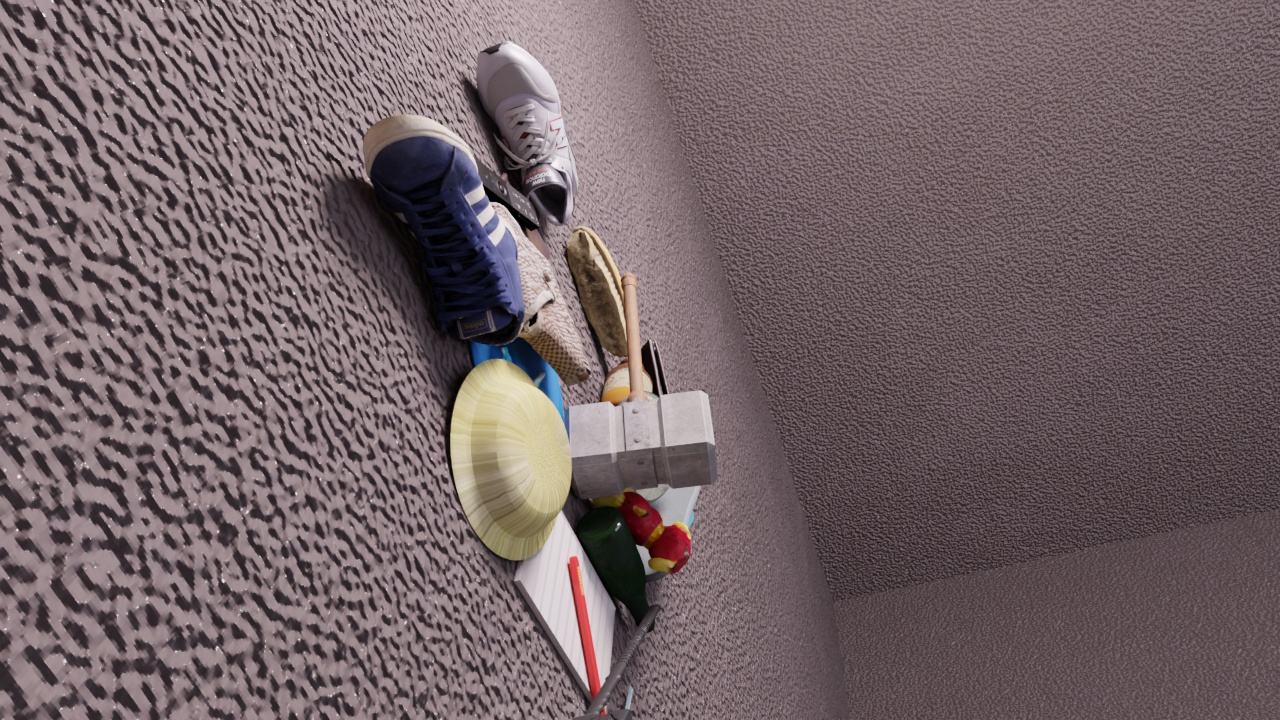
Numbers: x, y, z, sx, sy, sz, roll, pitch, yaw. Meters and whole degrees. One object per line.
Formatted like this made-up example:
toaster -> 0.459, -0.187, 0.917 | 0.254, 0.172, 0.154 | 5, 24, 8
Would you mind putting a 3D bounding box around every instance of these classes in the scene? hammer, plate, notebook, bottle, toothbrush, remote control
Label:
hammer -> -0.023, 0.291, 0.881 | 0.324, 0.095, 0.015 | -14, 88, -78
plate -> -0.119, 0.008, 0.967 | 0.224, 0.024, 0.224 | -15, 90, -77
notebook -> -0.071, 0.238, 0.930 | 0.142, 0.009, 0.210 | -85, 156, -56
bottle -> -0.018, 0.246, 1.043 | 0.055, 0.055, 0.174 | -85, 157, -57
bottle -> -0.018, 0.044, 1.254 | 0.156, 0.068, 0.068 | -82, 153, -61
toothbrush -> -0.043, 0.299, 0.911 | 0.012, 0.018, 0.212 | 32, 44, -70
remote control -> -0.157, -0.188, 1.024 | 0.150, 0.013, 0.034 | 32, 38, -63
hammer -> -0.007, 0.007, 1.107 | 0.083, 0.163, 0.317 | 79, 5, -49
plate -> -0.102, 0.086, 0.837 | 0.184, 0.036, 0.184 | -11, 90, -67

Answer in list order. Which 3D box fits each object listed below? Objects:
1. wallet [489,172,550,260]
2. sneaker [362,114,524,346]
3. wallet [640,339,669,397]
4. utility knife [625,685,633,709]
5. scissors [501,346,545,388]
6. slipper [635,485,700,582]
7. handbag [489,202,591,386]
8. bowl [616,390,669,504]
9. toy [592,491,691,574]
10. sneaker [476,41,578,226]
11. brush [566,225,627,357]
wallet -> -0.145, -0.154, 1.079 | 0.091, 0.018, 0.116 | -82, 149, -60
sneaker -> -0.162, -0.091, 0.780 | 0.233, 0.091, 0.118 | 64, 17, -68
wallet -> 0.007, 0.043, 1.330 | 0.100, 0.031, 0.119 | -48, -135, 50
utility knife -> -0.018, 0.395, 0.948 | 0.165, 0.015, 0.022 | -70, 143, -66
scissors -> -0.117, 0.055, 0.886 | 0.133, 0.011, 0.140 | -60, 136, -54
slipper -> 0.036, 0.210, 1.220 | 0.268, 0.098, 0.055 | -77, 148, -62
handbag -> -0.109, -0.072, 0.955 | 0.124, 0.047, 0.185 | 52, 11, -53
bowl -> 0.006, 0.119, 1.156 | 0.157, 0.039, 0.157 | -19, 114, -51
toy -> 0.001, 0.190, 1.070 | 0.137, 0.067, 0.106 | 38, -19, 12
sneaker -> -0.125, -0.258, 1.114 | 0.240, 0.089, 0.124 | 62, 14, -54
brush -> -0.055, -0.095, 1.287 | 0.195, 0.059, 0.043 | 70, 22, -8
